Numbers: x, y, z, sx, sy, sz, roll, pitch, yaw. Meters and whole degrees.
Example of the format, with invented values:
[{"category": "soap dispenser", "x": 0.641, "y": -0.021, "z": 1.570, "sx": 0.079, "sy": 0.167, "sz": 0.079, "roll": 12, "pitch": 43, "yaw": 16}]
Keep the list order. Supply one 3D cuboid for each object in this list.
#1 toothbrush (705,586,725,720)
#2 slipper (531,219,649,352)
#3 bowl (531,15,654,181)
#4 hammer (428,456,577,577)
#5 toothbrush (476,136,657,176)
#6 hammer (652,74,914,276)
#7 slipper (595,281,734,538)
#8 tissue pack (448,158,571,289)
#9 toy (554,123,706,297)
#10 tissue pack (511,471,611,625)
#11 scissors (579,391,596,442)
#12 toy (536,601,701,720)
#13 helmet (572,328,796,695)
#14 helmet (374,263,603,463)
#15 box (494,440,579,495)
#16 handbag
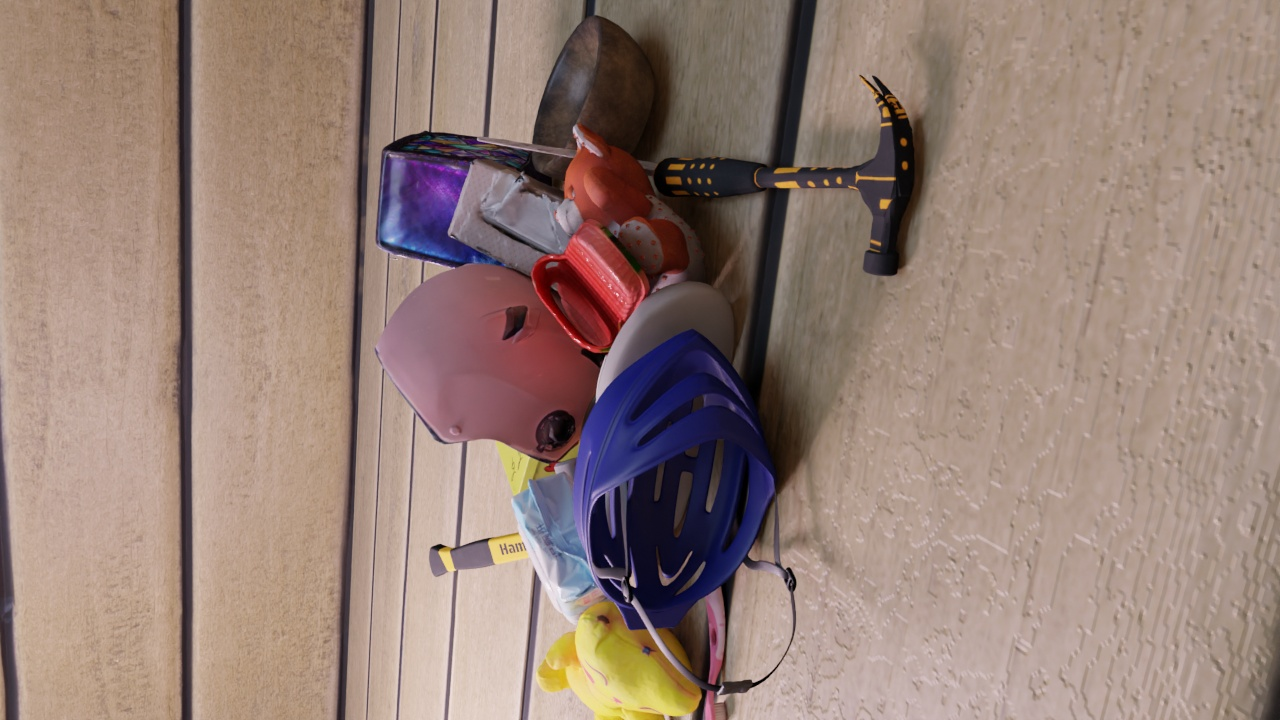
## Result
[{"category": "toothbrush", "x": 0.063, "y": 0.243, "z": 0.779, "sx": 0.022, "sy": 0.016, "sz": 0.135, "roll": 170, "pitch": 102, "yaw": -64}, {"category": "slipper", "x": -0.051, "y": -0.053, "z": 0.806, "sx": 0.103, "sy": 0.059, "sz": 0.249, "roll": 48, "pitch": 167, "yaw": 3}, {"category": "bowl", "x": -0.045, "y": -0.254, "z": 0.920, "sx": 0.163, "sy": 0.070, "sz": 0.162, "roll": -42, "pitch": 40, "yaw": 48}, {"category": "hammer", "x": -0.148, "y": 0.222, "z": 1.067, "sx": 0.325, "sy": 0.034, "sz": 0.170, "roll": -20, "pitch": 86, "yaw": 41}, {"category": "toothbrush", "x": -0.063, "y": -0.190, "z": 0.859, "sx": 0.010, "sy": 0.181, "sz": 0.010, "roll": 123, "pitch": 146, "yaw": -54}, {"category": "hammer", "x": 0.093, "y": -0.142, "z": 0.696, "sx": 0.321, "sy": 0.036, "sz": 0.123, "roll": -156, "pitch": 63, "yaw": -62}, {"category": "slipper", "x": 0.005, "y": 0.042, "z": 0.804, "sx": 0.080, "sy": 0.112, "sz": 0.266, "roll": -127, "pitch": 37, "yaw": -51}, {"category": "tissue pack", "x": -0.107, "y": -0.138, "z": 0.948, "sx": 0.104, "sy": 0.181, "sz": 0.071, "roll": -66, "pitch": -12, "yaw": 21}, {"category": "toy", "x": -0.015, "y": -0.118, "z": 0.808, "sx": 0.172, "sy": 0.093, "sz": 0.164, "roll": 57, "pitch": 175, "yaw": 24}, {"category": "tissue pack", "x": -0.069, "y": 0.182, "z": 0.867, "sx": 0.112, "sy": 0.070, "sz": 0.182, "roll": 60, "pitch": 169, "yaw": 22}, {"category": "scissors", "x": -0.005, "y": 0.004, "z": 0.898, "sx": 0.134, "sy": 0.016, "sz": 0.228, "roll": 11, "pitch": 88, "yaw": 49}, {"category": "toy", "x": -0.014, "y": 0.290, "z": 0.864, "sx": 0.134, "sy": 0.087, "sz": 0.194, "roll": 39, "pitch": 146, "yaw": 4}, {"category": "helmet", "x": 0.038, "y": 0.116, "z": 0.668, "sx": 0.227, "sy": 0.147, "sz": 0.242, "roll": -125, "pitch": 42, "yaw": -59}, {"category": "helmet", "x": -0.140, "y": -0.014, "z": 0.973, "sx": 0.153, "sy": 0.255, "sz": 0.230, "roll": -63, "pitch": 36, "yaw": 16}, {"category": "box", "x": -0.136, "y": 0.056, "z": 1.135, "sx": 0.220, "sy": 0.081, "sz": 0.125, "roll": -115, "pitch": 35, "yaw": -45}, {"category": "handbag", "x": -0.187, "y": -0.188, "z": 1.090, "sx": 0.204, "sy": 0.222, "sz": 0.126, "roll": -88, "pitch": 8, "yaw": -69}]
